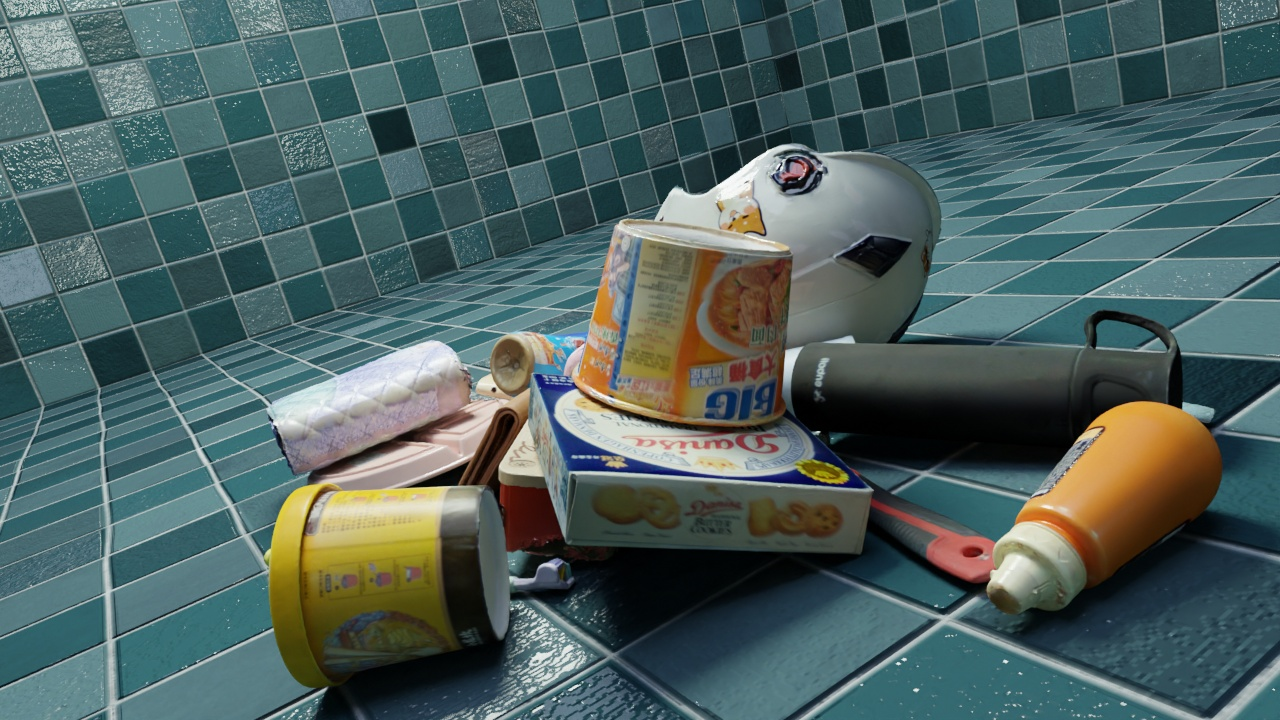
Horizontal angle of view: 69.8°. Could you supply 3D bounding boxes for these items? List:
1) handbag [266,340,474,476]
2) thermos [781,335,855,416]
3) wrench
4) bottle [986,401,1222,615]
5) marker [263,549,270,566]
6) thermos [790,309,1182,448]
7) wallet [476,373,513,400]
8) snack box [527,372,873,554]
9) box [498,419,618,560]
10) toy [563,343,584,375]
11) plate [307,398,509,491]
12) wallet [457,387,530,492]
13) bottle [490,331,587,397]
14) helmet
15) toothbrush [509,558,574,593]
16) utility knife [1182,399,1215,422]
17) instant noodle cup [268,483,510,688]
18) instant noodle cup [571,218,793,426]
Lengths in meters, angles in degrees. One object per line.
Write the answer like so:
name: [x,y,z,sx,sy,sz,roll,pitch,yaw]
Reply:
handbag: [-0.277,0.047,0.943,0.193,0.075,0.134,-24,15,-20]
thermos: [0.076,0.031,0.771,0.221,0.070,0.070,-11,14,11]
wrench: [0.145,0.086,0.594,0.056,0.016,0.273,-18,14,-10]
bottle: [0.225,0.078,0.457,0.149,0.067,0.067,-31,19,-25]
marker: [-0.264,0.146,0.793,0.123,0.018,0.015,-24,18,-35]
thermos: [0.229,0.012,0.628,0.243,0.089,0.068,1,-22,37]
wallet: [-0.113,0.030,1.024,0.115,0.024,0.087,7,18,13]
snack box: [0.027,0.060,0.588,0.177,0.046,0.182,5,16,-15]
box: [-0.047,0.089,0.683,0.091,0.076,0.168,5,17,4]
toy: [-0.005,0.005,0.829,0.121,0.054,0.160,7,-32,-11]
plate: [-0.230,0.087,0.934,0.229,0.028,0.229,-18,11,3]
wallet: [-0.111,0.070,0.785,0.031,0.108,0.131,33,16,5]
bottle: [-0.062,0.003,0.972,0.065,0.065,0.218,-5,-2,37]
helmet: [0.135,-0.062,0.835,0.274,0.230,0.156,-8,51,21]
toothbrush: [-0.130,0.150,0.632,0.190,0.029,0.021,-9,53,29]
utility knife: [0.322,0.024,0.644,0.033,0.015,0.181,-24,16,-15]
instant noodle cup: [-0.143,0.127,0.550,0.114,0.118,0.118,-8,14,0]
instant noodle cup: [0.034,-0.031,0.625,0.151,0.111,0.151,8,14,-2]
